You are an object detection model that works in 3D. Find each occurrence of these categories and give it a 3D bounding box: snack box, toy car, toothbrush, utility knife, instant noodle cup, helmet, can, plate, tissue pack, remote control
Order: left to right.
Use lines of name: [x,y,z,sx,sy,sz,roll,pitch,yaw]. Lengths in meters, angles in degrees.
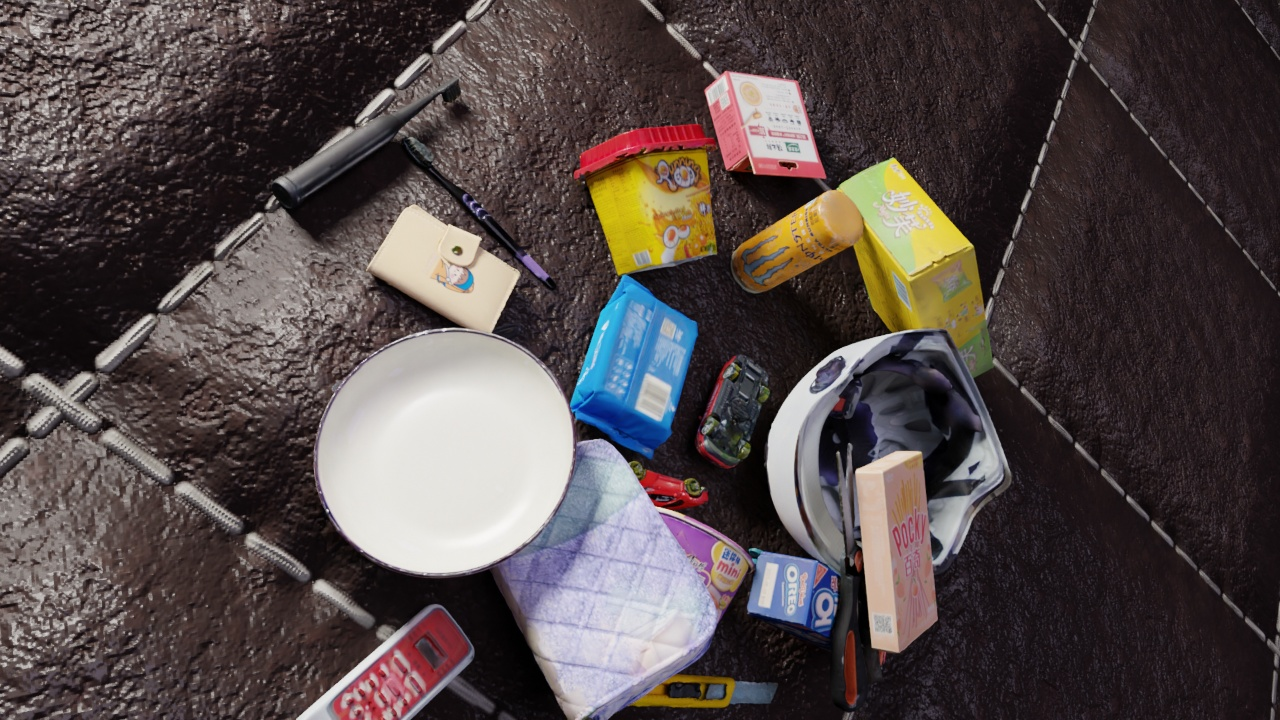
toothbrush: [-0.226,-0.193,0.788,0.212,0.026,0.027,-48,136,-36]
remote control: [-0.184,0.240,0.669,0.135,0.020,0.056,-39,97,-36]
toothbrush: [-0.173,0.000,0.763,0.180,0.018,0.015,-24,67,-39]
plate: [-0.143,0.069,0.690,0.192,0.039,0.192,1,67,-2]
toothbrush: [-0.142,-0.132,0.828,0.189,0.017,0.014,45,55,-15]
tissue pack: [-0.005,0.005,0.848,0.095,0.052,0.156,31,60,-24]
toy car: [0.012,0.117,0.822,0.106,0.049,0.031,18,65,-28]
instant noodle cup: [0.013,-0.152,0.885,0.116,0.116,0.123,-15,94,-36]
instant noodle cup: [0.029,0.193,0.776,0.111,0.112,0.099,36,65,-18]
utility knife: [0.043,0.287,0.805,0.206,0.015,0.033,13,70,-30]
toy car: [0.088,0.051,0.897,0.053,0.045,0.120,37,52,-15]
snack box: [0.142,-0.256,1.040,0.113,0.044,0.127,-5,75,-35]
can: [0.157,-0.119,0.938,0.058,0.146,0.058,11,68,-30]
snack box: [0.167,0.228,0.827,0.207,0.057,0.058,38,62,-49]
helmet: [0.218,0.092,0.905,0.258,0.146,0.229,-38,105,-21]
snack box: [0.223,0.163,0.795,0.084,0.026,0.157,-11,97,-50]
snack box: [0.289,-0.085,0.962,0.210,0.070,0.157,56,8,-48]

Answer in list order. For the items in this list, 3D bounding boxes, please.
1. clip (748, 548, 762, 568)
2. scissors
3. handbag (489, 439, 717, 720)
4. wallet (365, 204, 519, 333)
clip: [0.126,0.199,0.892,0.056,0.014,0.040,26,61,-23]
scissors: [0.177,0.189,0.771,0.162,0.022,0.234,-53,131,-41]
handbag: [-0.037,0.166,0.704,0.134,0.076,0.194,-26,62,-14]
wallet: [-0.164,-0.079,0.788,0.115,0.024,0.087,31,53,-14]
